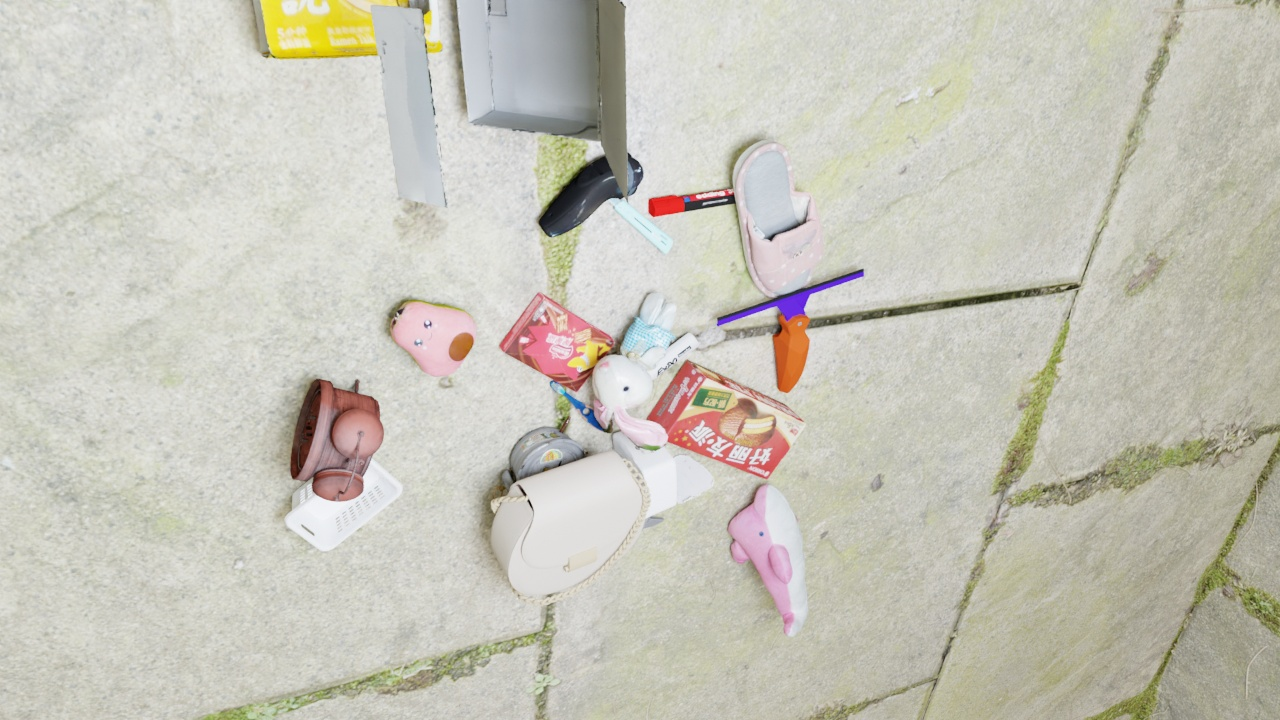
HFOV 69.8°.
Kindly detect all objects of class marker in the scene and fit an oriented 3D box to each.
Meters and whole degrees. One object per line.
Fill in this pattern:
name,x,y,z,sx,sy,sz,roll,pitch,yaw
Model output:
marker,0.026,0.006,1.291,0.126,0.025,0.025,-37,130,-5
marker,0.079,-0.208,1.192,0.144,0.021,0.023,-13,95,-22

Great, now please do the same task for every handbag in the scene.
handbag,-0.100,0.222,1.261,0.210,0.103,0.209,-16,137,-26

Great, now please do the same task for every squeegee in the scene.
squeegee,0.225,-0.021,1.369,0.249,0.055,0.185,-19,137,-19

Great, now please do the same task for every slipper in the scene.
slipper,0.190,-0.176,1.236,0.114,0.054,0.274,-36,138,-7

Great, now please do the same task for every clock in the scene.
clock,-0.140,0.150,1.265,0.147,0.056,0.104,-31,133,-11
clock,-0.346,0.093,1.049,0.072,0.157,0.121,15,110,-29

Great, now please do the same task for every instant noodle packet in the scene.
instant noodle packet,-0.280,-0.395,0.844,0.162,0.084,0.222,-13,118,-24

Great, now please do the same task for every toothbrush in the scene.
toothbrush,-0.080,0.067,1.273,0.021,0.017,0.135,-46,130,1

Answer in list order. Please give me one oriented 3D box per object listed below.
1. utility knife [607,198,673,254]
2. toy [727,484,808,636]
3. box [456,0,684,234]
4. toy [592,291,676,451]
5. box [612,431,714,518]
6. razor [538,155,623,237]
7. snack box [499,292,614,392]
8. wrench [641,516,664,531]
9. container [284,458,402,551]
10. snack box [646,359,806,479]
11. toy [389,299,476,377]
utility knife,-0.004,-0.178,1.169,0.129,0.015,0.022,35,99,-36
toy,0.214,0.331,1.541,0.128,0.186,0.266,-11,106,21
box,-0.053,-0.266,0.857,0.150,0.369,0.167,-16,125,-24
toy,-0.007,0.007,1.208,0.105,0.131,0.205,19,92,-53
box,0.042,0.158,1.340,0.136,0.109,0.124,-17,127,-19
razor,-0.059,-0.195,1.104,0.140,0.053,0.064,-39,138,0
snack box,-0.107,-0.022,1.200,0.133,0.021,0.089,31,99,-39
wrench,-0.073,0.242,1.384,0.272,0.018,0.084,-4,120,-28
container,-0.374,0.168,1.148,0.129,0.049,0.081,-39,130,-3
snack box,0.133,0.093,1.381,0.236,0.060,0.113,24,106,-37
toy,-0.250,-0.030,1.095,0.110,0.051,0.090,27,102,-37
